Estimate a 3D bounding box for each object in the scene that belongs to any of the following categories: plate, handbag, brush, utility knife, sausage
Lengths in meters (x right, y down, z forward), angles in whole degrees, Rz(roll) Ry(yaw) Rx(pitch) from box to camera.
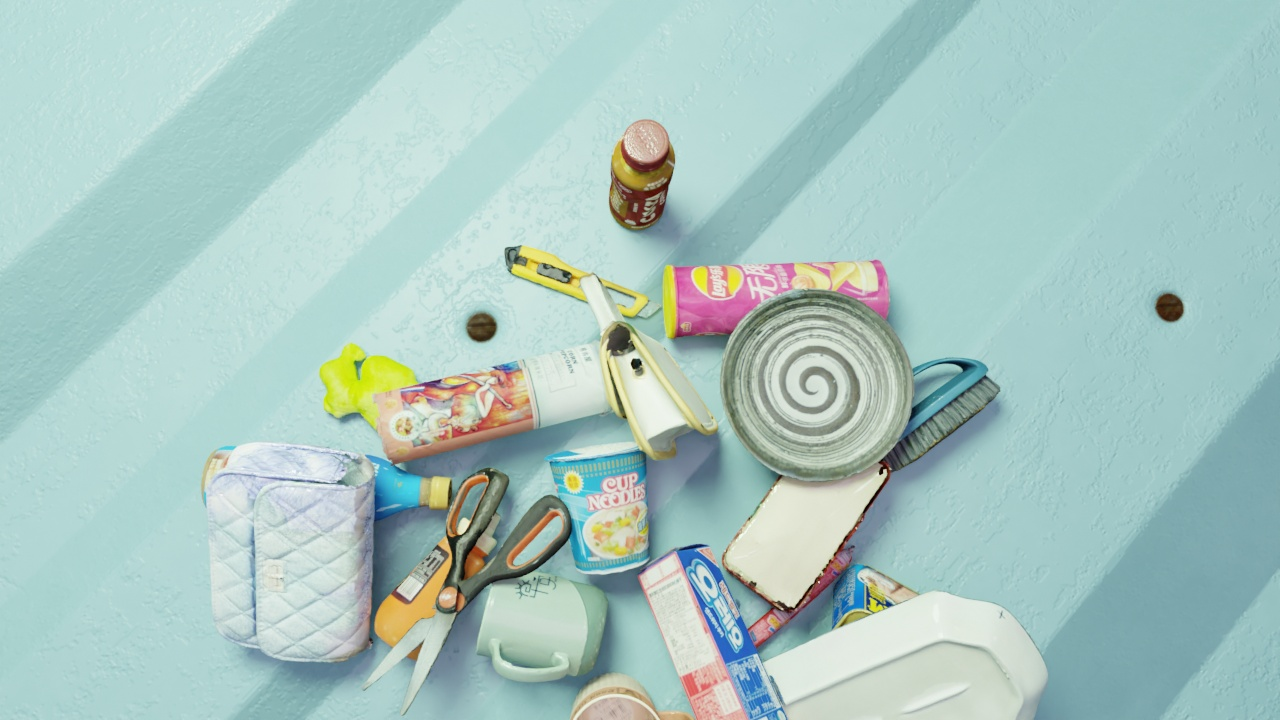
[{"bbox_3d":[0.160,0.022,0.846,0.179,0.024,0.179,0,82,-2],"label":"plate"},{"bbox_3d":[-0.005,0.005,0.834,0.063,0.163,0.178,-33,81,5],"label":"handbag"},{"bbox_3d":[0.278,0.044,0.894,0.143,0.055,0.073,-35,87,-6],"label":"brush"},{"bbox_3d":[0.219,0.302,0.802,0.266,0.034,0.162,-30,101,22],"label":"plate"},{"bbox_3d":[-0.060,-0.078,0.914,0.168,0.015,0.033,20,85,0],"label":"utility knife"},{"bbox_3d":[0.150,0.231,0.881,0.155,0.020,0.020,-39,86,-7],"label":"sausage"},{"bbox_3d":[-0.301,0.170,0.799,0.134,0.075,0.194,6,115,-4],"label":"handbag"}]

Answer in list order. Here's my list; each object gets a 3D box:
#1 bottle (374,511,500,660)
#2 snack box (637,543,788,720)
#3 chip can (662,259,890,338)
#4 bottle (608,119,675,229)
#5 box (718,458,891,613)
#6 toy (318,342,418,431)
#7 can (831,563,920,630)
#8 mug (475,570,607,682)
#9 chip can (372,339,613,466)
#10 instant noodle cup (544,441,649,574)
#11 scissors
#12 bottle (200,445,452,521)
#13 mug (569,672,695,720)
[{"bbox_3d":[-0.180,0.201,0.851,0.067,0.067,0.149,35,75,2],"label":"bottle"},{"bbox_3d":[0.069,0.269,0.818,0.058,0.057,0.207,-40,64,33],"label":"snack box"},{"bbox_3d":[0.130,-0.061,0.893,0.210,0.071,0.071,-2,82,-3],"label":"chip can"},{"bbox_3d":[0.000,-0.171,0.849,0.057,0.175,0.057,0,82,-3],"label":"bottle"},{"bbox_3d":[0.152,0.145,0.856,0.091,0.077,0.168,36,79,12],"label":"box"},{"bbox_3d":[-0.258,0.028,0.883,0.100,0.031,0.096,-10,86,0],"label":"toy"},{"bbox_3d":[0.226,0.244,0.844,0.102,0.083,0.057,29,115,1],"label":"can"},{"bbox_3d":[-0.089,0.244,0.824,0.106,0.111,0.082,15,117,-3],"label":"mug"},{"bbox_3d":[-0.135,0.039,0.854,0.214,0.071,0.071,-14,83,-11],"label":"chip can"},{"bbox_3d":[-0.033,0.136,0.853,0.099,0.099,0.110,-9,91,-4],"label":"instant noodle cup"},{"bbox_3d":[-0.146,0.193,0.796,0.198,0.022,0.226,-9,53,13],"label":"scissors"},{"bbox_3d":[-0.287,0.118,0.853,0.218,0.065,0.065,4,82,-3],"label":"bottle"},{"bbox_3d":[-0.008,0.327,0.817,0.114,0.106,0.081,-2,82,-3],"label":"mug"}]
